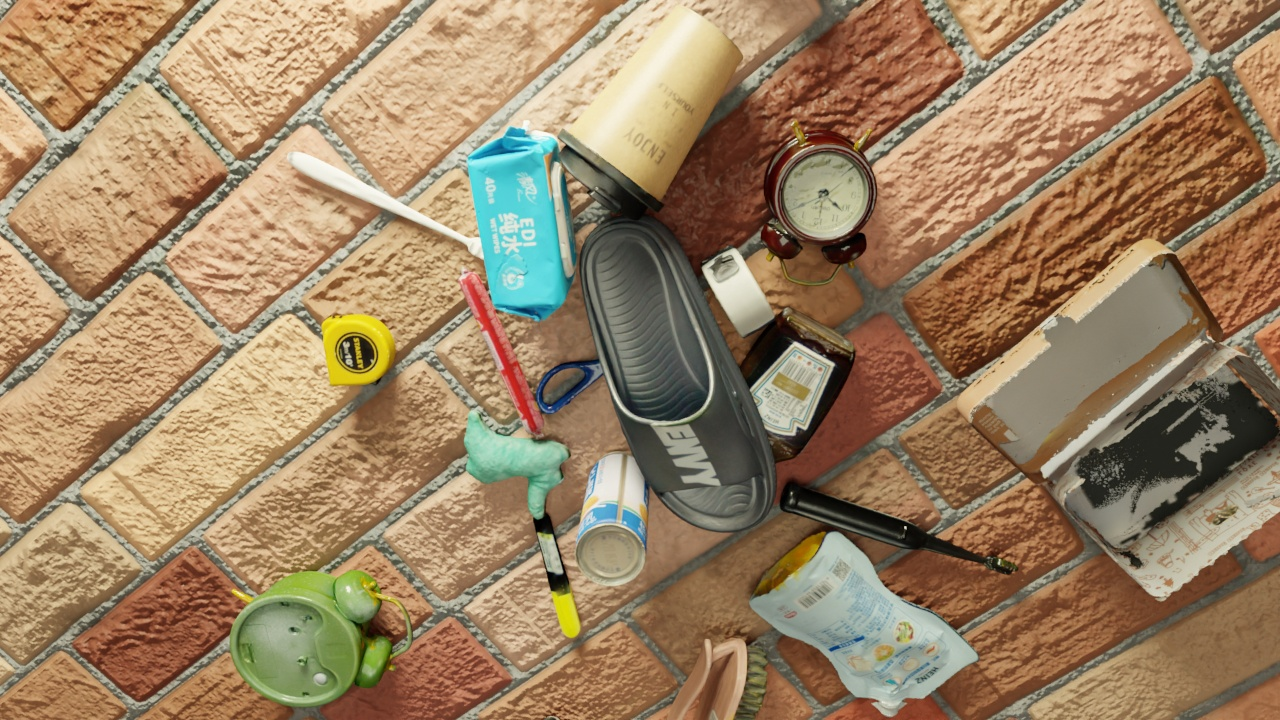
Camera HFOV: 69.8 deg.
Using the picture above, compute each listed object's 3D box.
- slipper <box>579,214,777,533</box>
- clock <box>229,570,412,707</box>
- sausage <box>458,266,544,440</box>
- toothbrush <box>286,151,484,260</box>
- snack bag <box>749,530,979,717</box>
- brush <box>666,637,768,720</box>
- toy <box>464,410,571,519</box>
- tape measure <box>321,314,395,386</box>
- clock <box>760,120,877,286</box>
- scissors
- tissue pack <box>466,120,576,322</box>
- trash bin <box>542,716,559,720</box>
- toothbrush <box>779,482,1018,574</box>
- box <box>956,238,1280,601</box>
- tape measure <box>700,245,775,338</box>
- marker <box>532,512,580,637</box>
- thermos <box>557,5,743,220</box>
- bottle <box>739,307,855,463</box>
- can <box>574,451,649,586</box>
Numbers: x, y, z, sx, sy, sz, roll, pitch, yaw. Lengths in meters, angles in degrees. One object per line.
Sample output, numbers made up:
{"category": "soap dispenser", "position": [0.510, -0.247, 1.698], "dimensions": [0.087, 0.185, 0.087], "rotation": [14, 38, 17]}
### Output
{"category": "slipper", "position": [0.016, 0.021, 0.703], "dimensions": [0.111, 0.083, 0.268], "rotation": [-18, 98, 22]}
{"category": "clock", "position": [-0.286, 0.247, 0.829], "dimensions": [0.161, 0.056, 0.116], "rotation": [-5, 109, 4]}
{"category": "sausage", "position": [-0.113, -0.005, 0.753], "dimensions": [0.020, 0.020, 0.156], "rotation": [-21, 102, 9]}
{"category": "toothbrush", "position": [-0.195, -0.121, 0.724], "dimensions": [0.180, 0.016, 0.016], "rotation": [26, 105, -6]}
{"category": "snack bag", "position": [0.197, 0.237, 0.813], "dimensions": [0.191, 0.038, 0.110], "rotation": [41, 100, -12]}
{"category": "brush", "position": [0.067, 0.315, 0.831], "dimensions": [0.073, 0.063, 0.146], "rotation": [12, 108, -12]}
{"category": "toy", "position": [-0.105, 0.090, 0.783], "dimensions": [0.092, 0.030, 0.096], "rotation": [5, 111, 3]}
{"category": "tape measure", "position": [-0.231, -0.009, 0.756], "dimensions": [0.057, 0.028, 0.060], "rotation": [-3, 108, 4]}
{"category": "clock", "position": [0.134, -0.116, 0.690], "dimensions": [0.082, 0.055, 0.122], "rotation": [6, 110, 0]}
{"category": "scissors", "position": [-0.010, 0.005, 0.759], "dimensions": [0.176, 0.012, 0.162], "rotation": [-27, 103, 10]}
{"category": "tissue pack", "position": [-0.084, -0.106, 0.685], "dimensions": [0.063, 0.090, 0.140], "rotation": [-5, 108, 4]}
{"category": "trash bin", "position": [-0.059, 0.490, 0.834], "dimensions": [0.219, 0.198, 0.199], "rotation": [40, 105, -16]}
{"category": "toothbrush", "position": [0.223, 0.148, 0.787], "dimensions": [0.212, 0.027, 0.026], "rotation": [18, 70, -3]}
{"category": "box", "position": [0.379, 0.044, 0.703], "dimensions": [0.272, 0.106, 0.178], "rotation": [39, 106, -22]}
{"category": "tape measure", "position": [0.075, -0.052, 0.708], "dimensions": [0.033, 0.066, 0.066], "rotation": [-31, 105, 8]}
{"category": "marker", "position": [-0.075, 0.192, 0.824], "dimensions": [0.018, 0.015, 0.124], "rotation": [-12, 104, 5]}
{"category": "thermos", "position": [0.008, -0.177, 0.662], "dimensions": [0.093, 0.093, 0.143], "rotation": [36, 99, -9]}
{"category": "bottle", "position": [0.098, 0.055, 0.754], "dimensions": [0.080, 0.044, 0.195], "rotation": [29, 108, 1]}
{"category": "can", "position": [-0.020, 0.122, 0.733], "dimensions": [0.053, 0.134, 0.053], "rotation": [1, 109, 2]}
